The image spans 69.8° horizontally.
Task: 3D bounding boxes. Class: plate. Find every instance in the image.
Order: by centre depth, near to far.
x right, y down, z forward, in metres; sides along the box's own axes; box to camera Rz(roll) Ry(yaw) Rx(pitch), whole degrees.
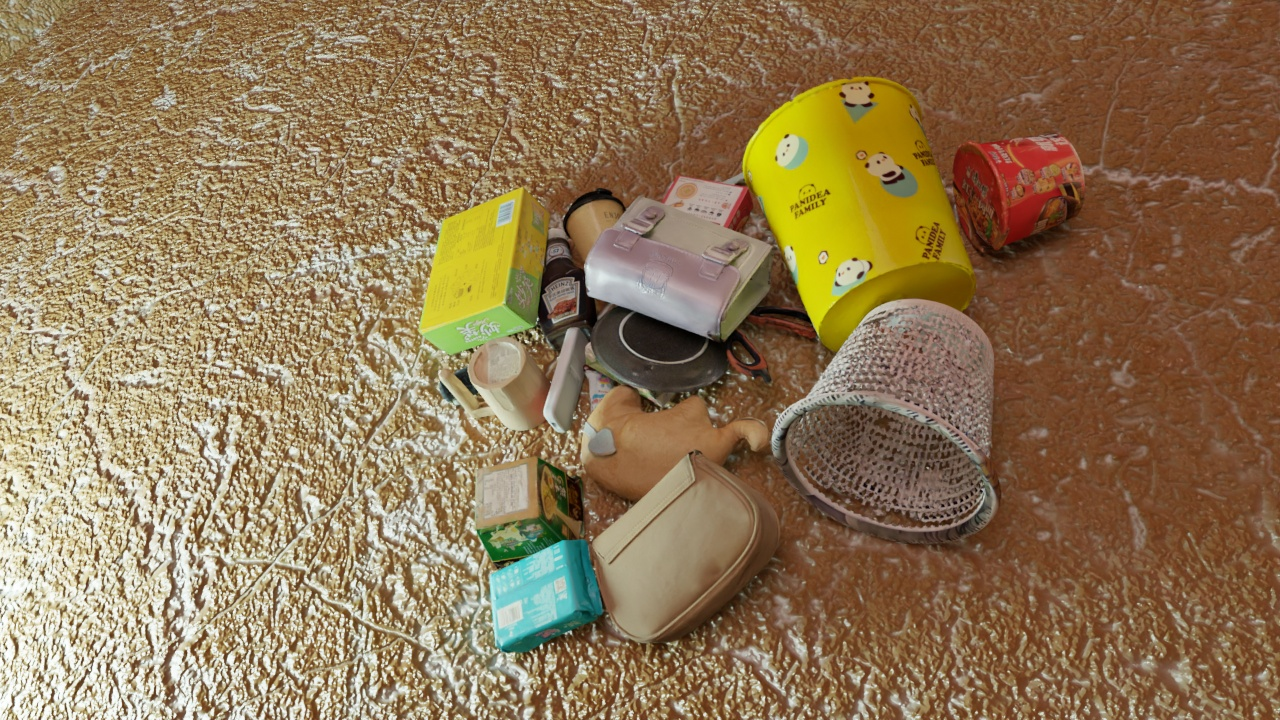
[{"bbox_3d":[0.028,-0.027,1.151,0.179,0.024,0.179,5,41,-5],"label":"plate"}]

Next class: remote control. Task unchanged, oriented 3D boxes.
[{"bbox_3d":[-0.094,0.024,1.187,0.020,0.056,0.135,0,59,22],"label":"remote control"}]

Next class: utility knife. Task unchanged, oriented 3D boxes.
[{"bbox_3d":[0.193,-0.289,1.313,0.214,0.018,0.034,-27,55,-1],"label":"utility knife"}]

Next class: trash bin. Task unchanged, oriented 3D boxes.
[{"bbox_3d":[0.275,0.049,0.963,0.228,0.228,0.191,12,50,25],"label":"trash bin"},{"bbox_3d":[0.264,-0.162,1.091,0.230,0.230,0.255,-17,60,8],"label":"trash bin"}]

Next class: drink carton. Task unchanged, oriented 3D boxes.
[{"bbox_3d":[-0.007,0.007,1.165,0.122,0.046,0.053,28,56,23],"label":"drink carton"}]

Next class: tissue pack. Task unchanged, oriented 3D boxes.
[{"bbox_3d":[-0.106,0.263,1.024,0.134,0.050,0.093,-29,52,20],"label":"tissue pack"}]

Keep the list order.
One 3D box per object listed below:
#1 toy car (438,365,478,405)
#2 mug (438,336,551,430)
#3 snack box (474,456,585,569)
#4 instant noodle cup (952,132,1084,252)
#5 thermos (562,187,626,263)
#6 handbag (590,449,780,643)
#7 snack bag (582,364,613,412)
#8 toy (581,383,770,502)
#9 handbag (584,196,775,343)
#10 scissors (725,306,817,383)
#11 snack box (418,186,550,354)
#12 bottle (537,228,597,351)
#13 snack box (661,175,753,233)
[{"bbox_3d":[-0.229,0.025,1.244,0.090,0.043,0.034,-28,27,-3],"label":"toy car"},{"bbox_3d":[-0.184,0.033,1.183,0.125,0.103,0.084,-9,56,13],"label":"mug"},{"bbox_3d":[-0.137,0.172,1.075,0.118,0.106,0.117,-13,54,10],"label":"snack box"},{"bbox_3d":[0.456,-0.210,1.107,0.108,0.138,0.137,-15,54,-1],"label":"instant noodle cup"},{"bbox_3d":[-0.050,-0.160,1.276,0.093,0.093,0.143,-22,61,4],"label":"thermos"},{"bbox_3d":[0.047,0.203,0.988,0.205,0.099,0.147,-44,58,10],"label":"handbag"},{"bbox_3d":[-0.049,0.044,1.176,0.045,0.026,0.105,-6,53,0],"label":"snack bag"},{"bbox_3d":[0.038,0.105,1.074,0.226,0.082,0.143,8,78,20],"label":"toy"},{"bbox_3d":[0.048,-0.114,1.147,0.197,0.099,0.144,23,56,22],"label":"handbag"},{"bbox_3d":[0.124,-0.048,1.152,0.188,0.015,0.226,-15,46,-14],"label":"scissors"},{"bbox_3d":[-0.218,-0.127,1.299,0.158,0.070,0.209,-16,54,27],"label":"snack box"},{"bbox_3d":[-0.109,-0.105,1.285,0.080,0.044,0.194,-19,53,9],"label":"bottle"},{"bbox_3d":[0.079,-0.190,1.274,0.113,0.044,0.126,16,64,27],"label":"snack box"}]
